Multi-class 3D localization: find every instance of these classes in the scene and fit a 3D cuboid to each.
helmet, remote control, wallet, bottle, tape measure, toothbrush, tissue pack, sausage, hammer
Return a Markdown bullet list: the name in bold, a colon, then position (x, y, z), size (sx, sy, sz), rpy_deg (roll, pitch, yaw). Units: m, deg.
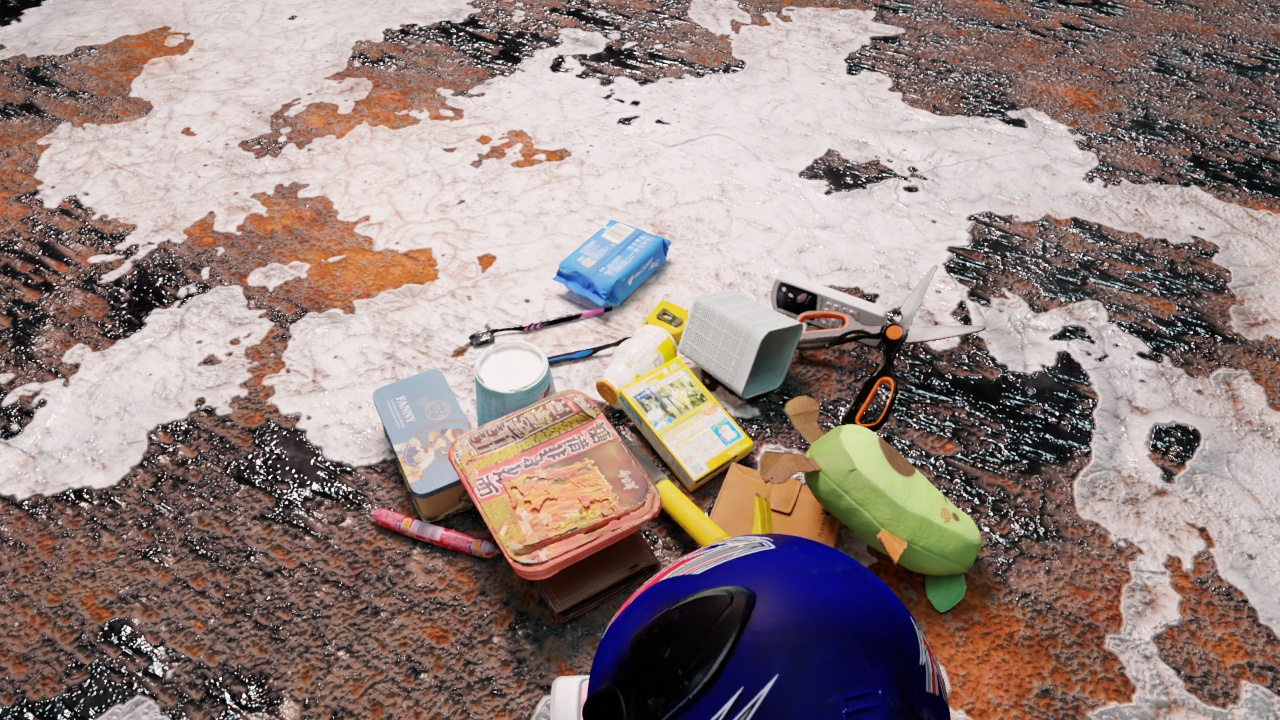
- **helmet**: position (0.070, 0.274, 0.706), size (0.316, 0.247, 0.240), rpy_deg (-38, 42, 10)
- **remote control**: position (0.235, -0.065, 1.156), size (0.150, 0.058, 0.021), rpy_deg (22, 52, 21)
- **wallet**: position (0.141, 0.168, 0.958), size (0.132, 0.031, 0.107), rpy_deg (17, 51, 15)
- **bottle**: position (-0.006, 0.006, 1.090), size (0.063, 0.063, 0.108), rpy_deg (29, 54, 26)
- **tape measure**: position (0.035, -0.049, 1.165), size (0.057, 0.029, 0.059), rpy_deg (24, 52, 21)
- **remote control**: position (-0.014, 0.312, 0.830), size (0.136, 0.020, 0.055), rpy_deg (-1, 47, 0)
- **toothbrush**: position (-0.088, -0.003, 1.138), size (0.189, 0.016, 0.014), rpy_deg (-13, 57, -7)
- **tissue pack**: position (-0.037, -0.129, 1.227), size (0.095, 0.052, 0.156), rpy_deg (26, 52, 26)
- **toothbrush**: position (-0.126, -0.045, 1.176), size (0.189, 0.014, 0.017), rpy_deg (-13, 57, -11)
- **sausage**: position (-0.215, 0.182, 0.958), size (0.156, 0.020, 0.020), rpy_deg (14, 48, 14)
- **hammer**: position (0.021, 0.133, 0.962), size (0.129, 0.033, 0.301), rpy_deg (-52, 52, 2)
- **wallet**: position (-0.055, 0.197, 0.933), size (0.124, 0.032, 0.101), rpy_deg (-24, 48, -21)

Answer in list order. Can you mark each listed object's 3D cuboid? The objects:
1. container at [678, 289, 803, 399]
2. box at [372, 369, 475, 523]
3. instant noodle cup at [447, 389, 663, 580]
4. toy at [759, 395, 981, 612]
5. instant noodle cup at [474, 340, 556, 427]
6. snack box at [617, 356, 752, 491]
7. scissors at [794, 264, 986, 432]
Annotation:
- **container**: position (0.114, -0.025, 1.087), size (0.111, 0.090, 0.089), rpy_deg (33, 29, 31)
- **box**: position (-0.233, 0.088, 1.020), size (0.089, 0.062, 0.184), rpy_deg (-23, 52, -20)
- **instant noodle cup**: position (-0.085, 0.130, 0.921), size (0.164, 0.079, 0.188), rpy_deg (-23, 52, -21)
- **toy**: position (0.237, 0.133, 0.916), size (0.247, 0.090, 0.226), rpy_deg (35, 28, -1)
- **instant noodle cup**: position (-0.137, 0.046, 1.015), size (0.111, 0.121, 0.111), rpy_deg (-1, 47, 1)
- **snack box**: position (0.049, 0.069, 1.031), size (0.086, 0.034, 0.140), rpy_deg (-30, 68, -25)
- **scissors**: position (0.281, -0.019, 1.081), size (0.221, 0.022, 0.234), rpy_deg (14, 73, 28)
